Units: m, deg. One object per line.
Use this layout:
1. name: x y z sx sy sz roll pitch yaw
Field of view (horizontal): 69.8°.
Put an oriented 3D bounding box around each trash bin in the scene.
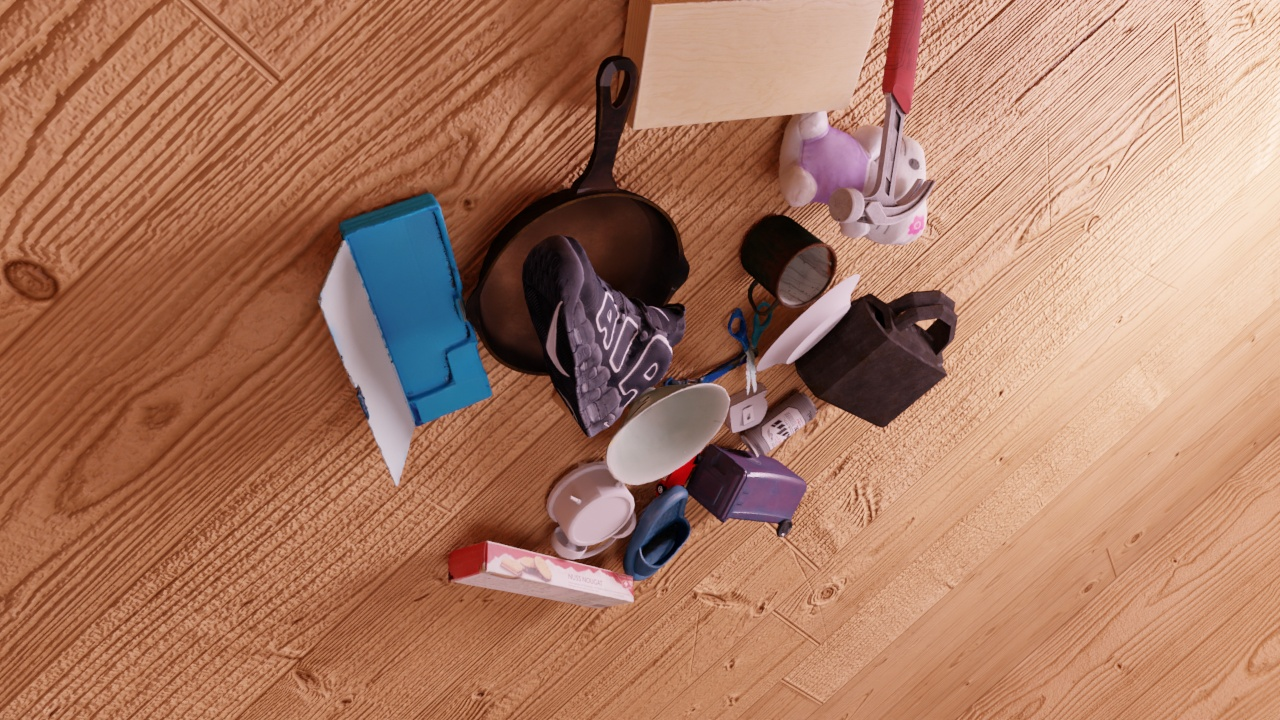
1. trash bin: 0.149 0.182 1.292 0.160 0.094 0.092 15 105 -44

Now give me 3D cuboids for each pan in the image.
1. pan: -0.055 -0.132 0.896 0.248 0.043 0.357 -12 137 -27

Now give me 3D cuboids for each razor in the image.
1. razor: 0.093 0.016 1.167 0.140 0.018 0.044 -26 135 -15

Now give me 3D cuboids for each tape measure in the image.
1. tape measure: 0.143 0.067 1.244 0.060 0.020 0.062 -24 135 -17

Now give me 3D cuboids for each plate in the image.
1. plate: 0.216 -0.040 1.148 0.172 0.019 0.173 -39 166 -12

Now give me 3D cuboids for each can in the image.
1. can: 0.194 0.089 1.281 0.106 0.044 0.044 -36 137 -5

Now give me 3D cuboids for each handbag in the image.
1. handbag: 0.334 -0.023 1.242 0.200 0.102 0.197 -40 141 24

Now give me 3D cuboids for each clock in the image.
1. clock: -0.063 0.198 1.184 0.119 0.061 0.159 -21 139 -22

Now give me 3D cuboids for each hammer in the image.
1. hammer: 0.269 -0.299 0.946 0.126 0.036 0.316 -6 107 -32

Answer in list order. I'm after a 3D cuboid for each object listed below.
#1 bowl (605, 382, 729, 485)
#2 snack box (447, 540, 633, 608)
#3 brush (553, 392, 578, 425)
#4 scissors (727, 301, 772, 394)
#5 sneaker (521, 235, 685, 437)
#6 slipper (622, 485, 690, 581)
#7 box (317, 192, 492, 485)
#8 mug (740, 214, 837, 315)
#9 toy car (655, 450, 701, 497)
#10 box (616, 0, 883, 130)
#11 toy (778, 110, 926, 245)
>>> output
1. bowl: 0.020 0.070 1.120 0.174 0.068 0.174 -24 144 -19
2. snack box: -0.123 0.281 1.193 0.077 0.044 0.272 -21 148 35
3. brush: -0.046 0.017 1.049 0.117 0.049 0.039 -50 159 9
4. scissors: 0.135 -0.010 1.165 0.073 0.016 0.134 -16 123 -27
5. sneaker: -0.021 -0.038 0.914 0.150 0.097 0.253 -29 144 -16
6. slipper: 0.033 0.243 1.264 0.103 0.059 0.214 -33 153 -30
7. box: -0.232 -0.020 0.870 0.166 0.075 0.244 -49 147 -37
8. mug: 0.161 -0.106 1.066 0.085 0.081 0.111 26 107 -45
9. toy car: 0.050 0.150 1.244 0.038 0.025 0.090 2 125 -38
10. box: 0.106 -0.347 0.839 0.246 0.076 0.258 -13 125 -23
11. toy: 0.239 -0.201 1.030 0.209 0.086 0.137 11 85 -33
